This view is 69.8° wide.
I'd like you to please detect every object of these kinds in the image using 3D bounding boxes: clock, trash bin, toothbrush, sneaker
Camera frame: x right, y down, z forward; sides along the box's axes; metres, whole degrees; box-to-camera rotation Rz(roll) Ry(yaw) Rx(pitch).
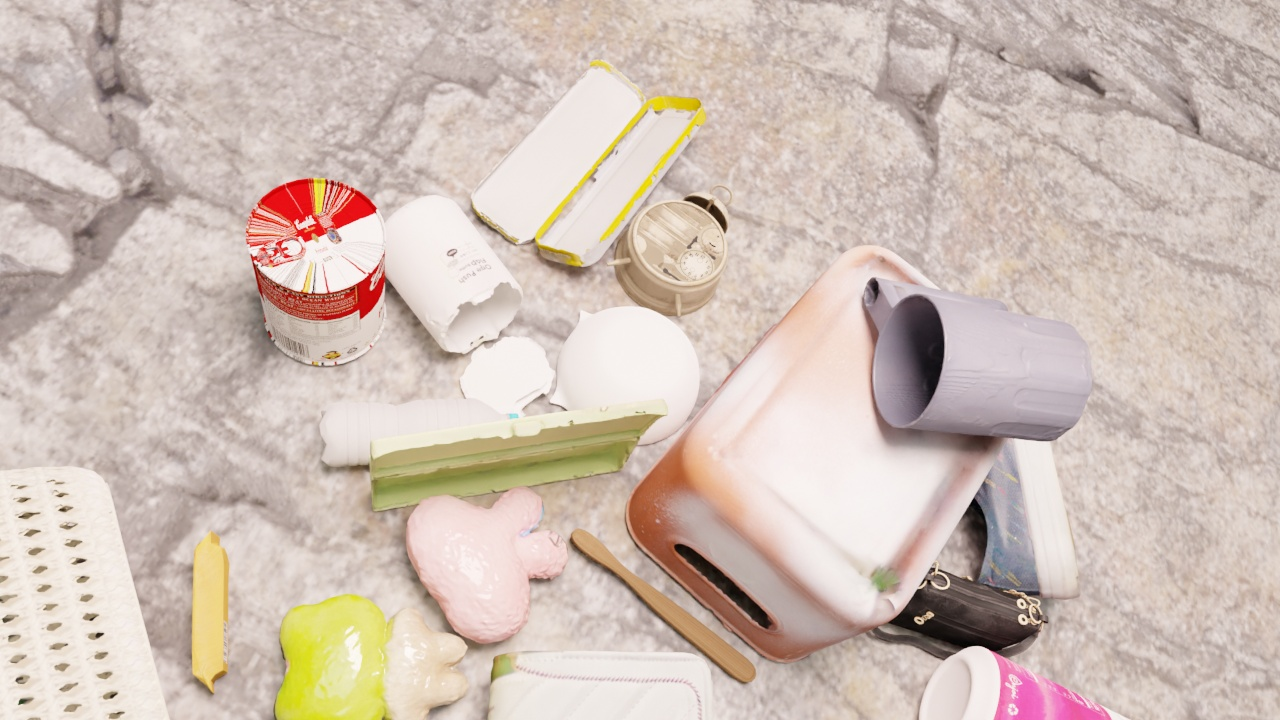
[{"bbox_3d":[0.039,-0.103,0.768,0.093,0.055,0.140,36,64,3],"label":"clock"},{"bbox_3d":[0.137,0.064,0.663,0.181,0.158,0.259,41,63,5],"label":"trash bin"},{"bbox_3d":[0.015,0.176,0.659,0.167,0.016,0.016,39,62,1],"label":"toothbrush"},{"bbox_3d":[0.296,0.082,0.757,0.079,0.087,0.235,-10,61,17],"label":"sneaker"}]

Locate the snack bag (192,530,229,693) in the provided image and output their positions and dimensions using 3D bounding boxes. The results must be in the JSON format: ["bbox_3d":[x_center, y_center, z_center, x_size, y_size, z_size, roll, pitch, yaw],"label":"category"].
[{"bbox_3d":[-0.271,0.158,0.579,0.020,0.026,0.099,-3,68,-17],"label":"snack bag"}]

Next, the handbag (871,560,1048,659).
[{"bbox_3d":[0.234,0.185,0.678,0.128,0.079,0.054,20,60,-9],"label":"handbag"}]

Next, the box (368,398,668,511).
[{"bbox_3d":[-0.086,0.060,0.613,0.187,0.139,0.030,-8,69,-17],"label":"box"}]

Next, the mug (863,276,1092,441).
[{"bbox_3d":[0.210,-0.006,0.590,0.104,0.084,0.123,8,37,-14],"label":"mug"}]

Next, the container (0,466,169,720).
[{"bbox_3d":[-0.332,0.174,0.475,0.143,0.185,0.251,-13,71,-33],"label":"container"}]

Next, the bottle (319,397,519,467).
[{"bbox_3d":[-0.154,0.050,0.650,0.136,0.044,0.044,-2,67,-16],"label":"bottle"}]

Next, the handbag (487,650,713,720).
[{"bbox_3d":[-0.027,0.283,0.555,0.142,0.096,0.198,2,66,0],"label":"handbag"}]

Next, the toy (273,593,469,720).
[{"bbox_3d":[-0.168,0.195,0.582,0.117,0.043,0.092,3,67,-17],"label":"toy"}]

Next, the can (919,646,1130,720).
[{"bbox_3d":[0.288,0.274,0.647,0.166,0.088,0.088,27,62,-3],"label":"can"}]

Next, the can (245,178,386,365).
[{"bbox_3d":[-0.222,-0.058,0.639,0.086,0.117,0.086,6,65,-13],"label":"can"}]

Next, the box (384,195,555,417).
[{"bbox_3d":[-0.125,-0.040,0.683,0.084,0.095,0.165,-29,68,-28],"label":"box"}]

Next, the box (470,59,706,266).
[{"bbox_3d":[-0.040,-0.171,0.785,0.128,0.046,0.209,28,62,13],"label":"box"}]

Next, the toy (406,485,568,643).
[{"bbox_3d":[-0.101,0.132,0.627,0.104,0.053,0.108,-24,74,-35],"label":"toy"}]

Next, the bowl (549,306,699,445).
[{"bbox_3d":[-0.004,0.004,0.709,0.114,0.051,0.114,6,65,-13],"label":"bowl"}]
